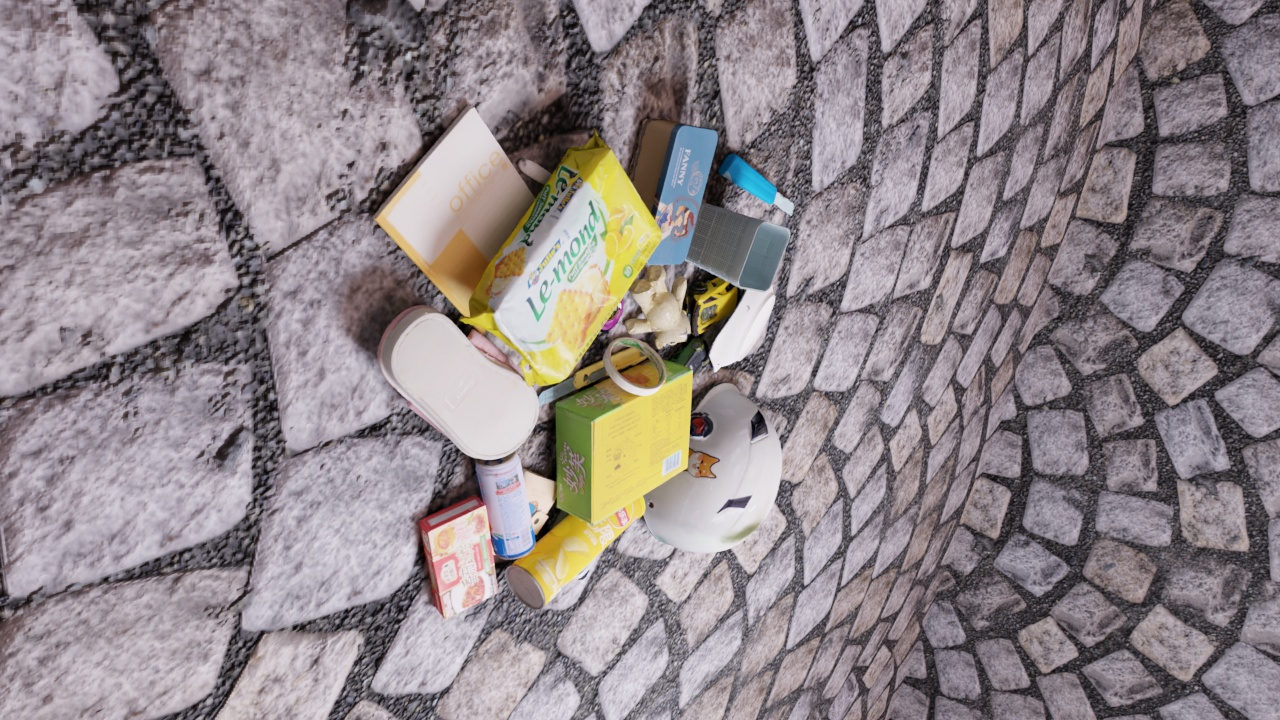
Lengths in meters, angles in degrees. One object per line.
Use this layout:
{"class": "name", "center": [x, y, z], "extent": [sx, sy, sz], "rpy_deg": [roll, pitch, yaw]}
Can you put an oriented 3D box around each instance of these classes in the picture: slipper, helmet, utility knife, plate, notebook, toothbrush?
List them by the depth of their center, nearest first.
{"class": "notebook", "center": [-0.166, -0.135, 0.929], "extent": [0.145, 0.010, 0.206], "rpy_deg": [-53, 146, -14]}
{"class": "slipper", "center": [-0.191, 0.025, 0.968], "extent": [0.114, 0.054, 0.274], "rpy_deg": [-56, 149, -10]}
{"class": "toothbrush", "center": [-0.075, -0.185, 1.011], "extent": [0.180, 0.016, 0.016], "rpy_deg": [21, 84, -56]}
{"class": "utility knife", "center": [-0.057, 0.015, 1.183], "extent": [0.215, 0.022, 0.031], "rpy_deg": [-22, 123, -39]}
{"class": "utility knife", "center": [0.172, -0.243, 1.300], "extent": [0.218, 0.018, 0.034], "rpy_deg": [17, 97, -55]}
{"class": "plate", "center": [0.158, -0.055, 1.358], "extent": [0.164, 0.034, 0.163], "rpy_deg": [-59, 166, -7]}
{"class": "helmet", "center": [0.134, 0.184, 1.424], "extent": [0.273, 0.157, 0.230], "rpy_deg": [-55, 146, -11]}

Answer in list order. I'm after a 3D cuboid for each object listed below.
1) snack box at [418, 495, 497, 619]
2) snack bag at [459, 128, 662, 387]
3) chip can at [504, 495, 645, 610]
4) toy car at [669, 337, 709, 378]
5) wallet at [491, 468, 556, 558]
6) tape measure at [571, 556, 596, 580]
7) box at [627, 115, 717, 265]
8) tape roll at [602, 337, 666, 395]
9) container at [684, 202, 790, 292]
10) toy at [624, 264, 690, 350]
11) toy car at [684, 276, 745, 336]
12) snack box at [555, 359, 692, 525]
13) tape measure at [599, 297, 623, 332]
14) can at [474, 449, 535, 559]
{"class": "snack box", "center": [-0.216, 0.236, 1.097], "extent": [0.075, 0.025, 0.153], "rpy_deg": [-22, 131, -29]}
{"class": "snack bag", "center": [-0.081, -0.102, 0.980], "extent": [0.246, 0.068, 0.158], "rpy_deg": [-57, 144, -14]}
{"class": "chip can", "center": [-0.084, 0.240, 1.231], "extent": [0.212, 0.072, 0.072], "rpy_deg": [-37, 139, -40]}
{"class": "toy car", "center": [0.065, 0.006, 1.315], "extent": [0.091, 0.036, 0.043], "rpy_deg": [-49, 143, -19]}
{"class": "wallet", "center": [-0.151, 0.198, 1.174], "extent": [0.087, 0.024, 0.115], "rpy_deg": [33, 85, -52]}
{"class": "tape measure", "center": [-0.092, 0.277, 1.297], "extent": [0.066, 0.033, 0.065], "rpy_deg": [-61, 148, 2]}
{"class": "box", "center": [0.030, -0.207, 1.098], "extent": [0.089, 0.062, 0.184], "rpy_deg": [-13, 124, -50]}
{"class": "tape roll", "center": [-0.007, 0.007, 1.179], "extent": [0.085, 0.086, 0.014], "rpy_deg": [-21, 156, -45]}
{"class": "container", "center": [0.119, -0.153, 1.209], "extent": [0.089, 0.111, 0.090], "rpy_deg": [2, 111, -55]}
{"class": "toy", "center": [0.027, -0.070, 1.184], "extent": [0.105, 0.066, 0.157], "rpy_deg": [-49, 151, -10]}
{"class": "toy car", "center": [0.114, -0.090, 1.311], "extent": [0.155, 0.041, 0.071], "rpy_deg": [-33, 138, -40]}
{"class": "snack box", "center": [-0.019, 0.101, 1.220], "extent": [0.209, 0.070, 0.158], "rpy_deg": [-24, 125, -46]}
{"class": "tape measure", "center": [-0.049, -0.065, 1.111], "extent": [0.057, 0.039, 0.057], "rpy_deg": [-23, 130, -50]}
{"class": "can", "center": [-0.161, 0.168, 1.093], "extent": [0.053, 0.053, 0.135], "rpy_deg": [-30, 125, -39]}
